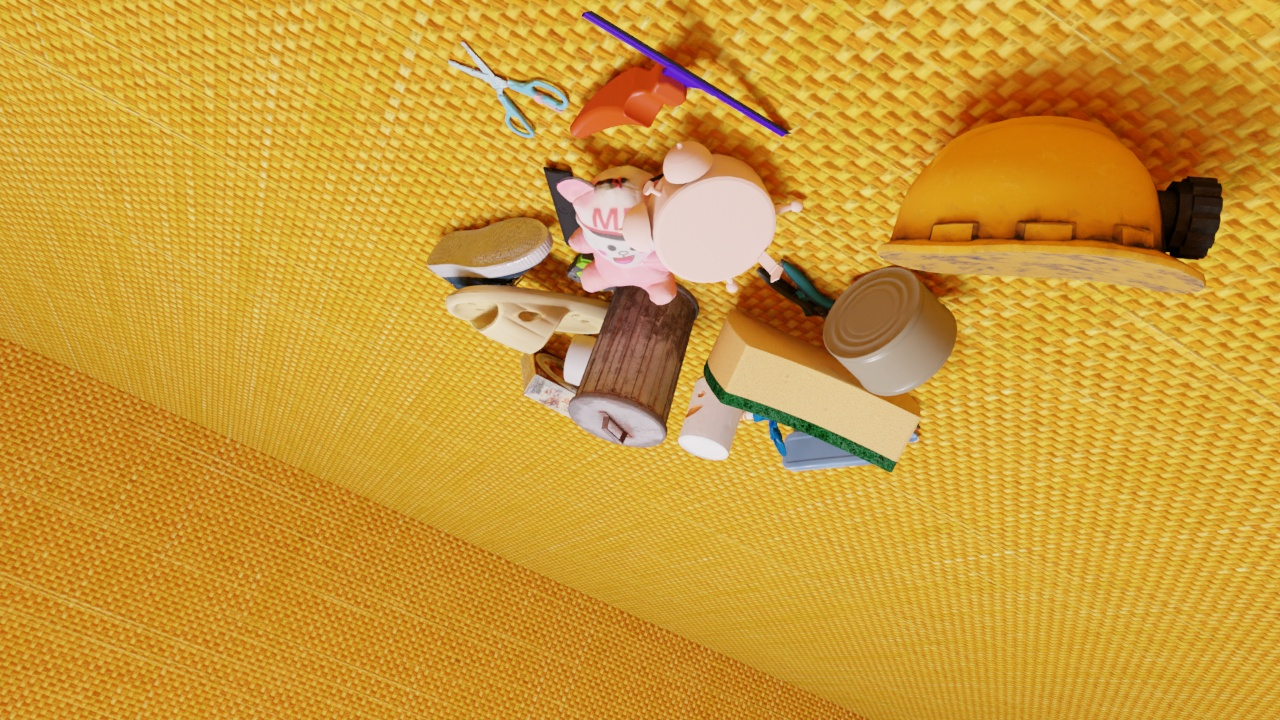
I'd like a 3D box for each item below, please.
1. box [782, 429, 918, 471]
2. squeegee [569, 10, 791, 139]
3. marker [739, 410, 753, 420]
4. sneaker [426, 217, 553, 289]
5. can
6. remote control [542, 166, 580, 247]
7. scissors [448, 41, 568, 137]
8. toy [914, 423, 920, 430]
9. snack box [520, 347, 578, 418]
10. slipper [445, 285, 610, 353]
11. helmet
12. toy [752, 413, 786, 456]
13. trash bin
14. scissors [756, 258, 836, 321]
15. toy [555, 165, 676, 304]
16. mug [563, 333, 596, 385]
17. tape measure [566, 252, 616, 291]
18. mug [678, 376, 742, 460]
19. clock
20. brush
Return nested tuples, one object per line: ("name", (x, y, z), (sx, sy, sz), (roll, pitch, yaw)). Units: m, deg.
("box", (0.320, 0.133, 1.400), (0.079, 0.072, 0.211), (22, 157, -37))
("squeegee", (-0.006, -0.252, 0.886), (0.249, 0.055, 0.185), (18, 161, -38))
("marker", (0.175, 0.085, 1.455), (0.146, 0.017, 0.017), (-11, 141, 47))
("sneaker", (-0.192, -0.129, 1.228), (0.236, 0.089, 0.087), (2, 146, 44))
("can", (0.277, -0.033, 1.025), (0.073, 0.127, 0.128), (38, 149, -29))
("remote control", (-0.090, -0.186, 1.120), (0.033, 0.015, 0.147), (13, 153, 14))
("scissors", (-0.144, -0.283, 0.981), (0.138, 0.015, 0.120), (26, 153, 2))
("toy", (0.342, 0.075, 1.283), (0.084, 0.046, 0.104), (10, 174, -34))
("snack box", (-0.118, 0.044, 1.468), (0.147, 0.041, 0.143), (29, -167, -18))
("slipper", (-0.143, -0.047, 1.254), (0.261, 0.079, 0.112), (4, 168, -33))
("helmet", (0.337, -0.136, 0.772), (0.256, 0.131, 0.205), (7, -177, 14))
("toy", (0.169, 0.056, 1.288), (0.071, 0.112, 0.176), (-34, 145, 8))
("trash bin", (-0.007, 0.007, 1.205), (0.131, 0.210, 0.131), (14, 153, 7))
("scissors", (0.204, -0.079, 1.113), (0.131, 0.019, 0.150), (15, 153, 13))
("toy", (-0.017, -0.148, 1.065), (0.142, 0.084, 0.213), (11, 155, 12))
("mug", (-0.054, 0.008, 1.418), (0.097, 0.078, 0.111), (14, -178, 13))
("tape measure", (-0.060, -0.115, 1.213), (0.065, 0.035, 0.059), (27, 153, -12))
("mug", (0.110, 0.088, 1.406), (0.082, 0.105, 0.082), (17, 154, 8))
("clock", (0.073, -0.142, 0.956), (0.160, 0.086, 0.131), (26, 121, -21))
("brush", (0.207, 0.031, 1.136), (0.250, 0.075, 0.194), (22, -165, -4))
